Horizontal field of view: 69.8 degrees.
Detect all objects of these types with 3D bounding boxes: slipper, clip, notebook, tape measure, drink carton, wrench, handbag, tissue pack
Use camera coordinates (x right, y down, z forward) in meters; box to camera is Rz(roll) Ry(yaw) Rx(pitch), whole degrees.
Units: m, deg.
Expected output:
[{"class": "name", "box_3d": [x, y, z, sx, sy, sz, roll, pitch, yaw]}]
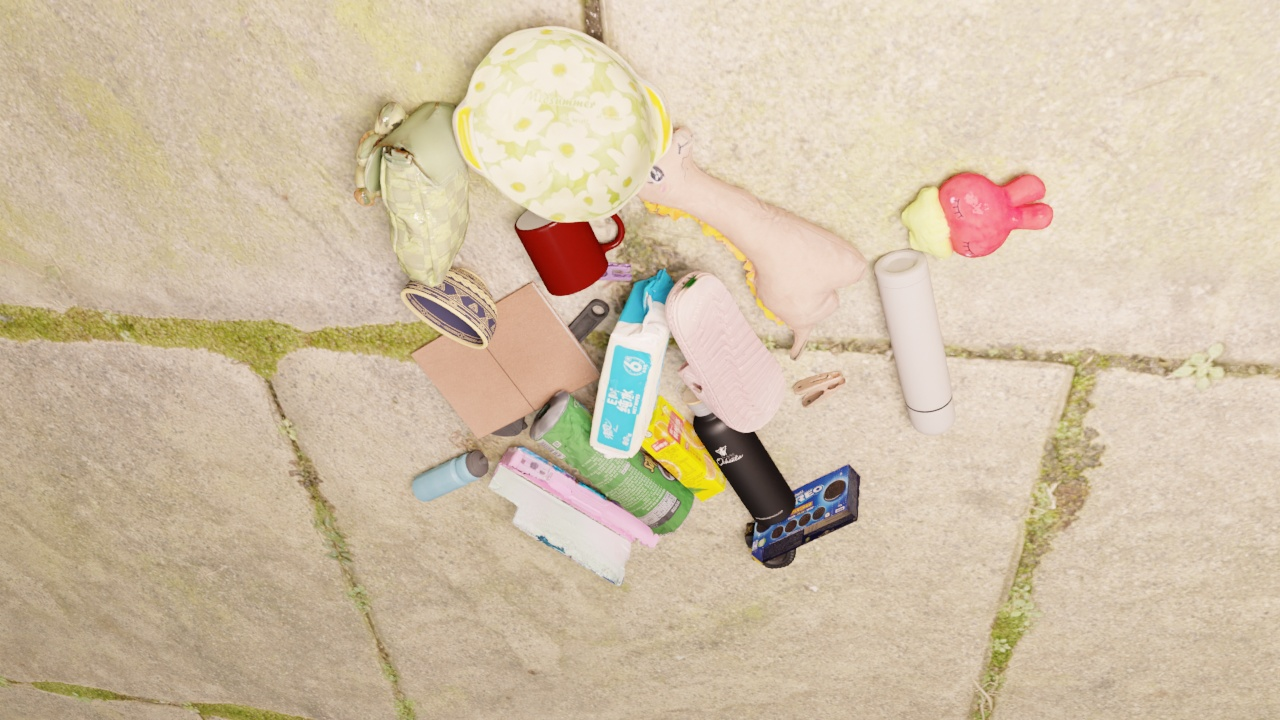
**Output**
[{"class": "slipper", "box_3d": [0.083, -0.007, 1.013, 0.064, 0.094, 0.239, 23, 157, 45]}, {"class": "clip", "box_3d": [-0.034, -0.097, 1.023, 0.053, 0.013, 0.036, -7, 128, 15]}, {"class": "notebook", "box_3d": [-0.166, 0.005, 1.123, 0.210, 0.008, 0.141, -26, 108, 30]}, {"class": "tape measure", "box_3d": [0.180, 0.247, 1.235, 0.067, 0.038, 0.063, -10, 117, 17]}, {"class": "drink carton", "box_3d": [0.051, 0.109, 1.139, 0.043, 0.058, 0.134, -33, 114, 30]}, {"class": "wrench", "box_3d": [-0.122, 0.013, 1.131, 0.073, 0.018, 0.274, 35, 126, -15]}, {"class": "clip", "box_3d": [0.212, 0.038, 1.065, 0.061, 0.024, 0.043, -17, 122, 20]}, {"class": "handbag", "box_3d": [-0.239, -0.174, 0.948, 0.117, 0.113, 0.187, 16, 131, 10]}, {"class": "tissue pack", "box_3d": [-0.006, 0.006, 1.032, 0.066, 0.116, 0.210, 17, 130, 4]}]

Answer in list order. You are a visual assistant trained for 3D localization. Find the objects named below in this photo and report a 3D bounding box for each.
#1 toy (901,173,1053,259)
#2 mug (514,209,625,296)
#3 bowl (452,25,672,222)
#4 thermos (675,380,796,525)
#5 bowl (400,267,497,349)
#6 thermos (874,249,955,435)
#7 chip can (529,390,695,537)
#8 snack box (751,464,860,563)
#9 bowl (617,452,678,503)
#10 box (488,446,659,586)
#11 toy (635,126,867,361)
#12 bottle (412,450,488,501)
[{"class": "toy", "box_3d": [0.322, -0.138, 0.881, 0.135, 0.045, 0.092, -7, 128, 26]}, {"class": "mug", "box_3d": [-0.069, -0.130, 0.974, 0.105, 0.073, 0.082, -28, 122, -2]}, {"class": "bowl", "box_3d": [-0.070, -0.231, 0.886, 0.220, 0.060, 0.189, -1, 122, 17]}, {"class": "thermos", "box_3d": [0.114, 0.104, 1.118, 0.061, 0.061, 0.231, -19, 122, 26]}, {"class": "bowl", "box_3d": [-0.209, -0.070, 1.047, 0.112, 0.061, 0.112, 27, 161, 9]}, {"class": "thermos", "box_3d": [0.298, -0.012, 0.985, 0.052, 0.052, 0.224, -9, 125, 20]}, {"class": "chip can", "box_3d": [-0.035, 0.128, 1.125, 0.223, 0.075, 0.076, 41, 126, -21]}, {"class": "snack box", "box_3d": [0.207, 0.193, 1.155, 0.151, 0.082, 0.027, -33, 113, 32]}, {"class": "bowl", "box_3d": [0.002, 0.154, 1.208, 0.102, 0.026, 0.114, -19, 123, 26]}, {"class": "box", "box_3d": [-0.095, 0.210, 1.219, 0.230, 0.096, 0.085, 33, 164, -14]}, {"class": "toy", "box_3d": [0.095, -0.116, 0.945, 0.264, 0.065, 0.197, 24, 129, -3]}, {"class": "bottle", "box_3d": [-0.259, 0.158, 1.265, 0.130, 0.040, 0.040, -25, 119, 29]}]
